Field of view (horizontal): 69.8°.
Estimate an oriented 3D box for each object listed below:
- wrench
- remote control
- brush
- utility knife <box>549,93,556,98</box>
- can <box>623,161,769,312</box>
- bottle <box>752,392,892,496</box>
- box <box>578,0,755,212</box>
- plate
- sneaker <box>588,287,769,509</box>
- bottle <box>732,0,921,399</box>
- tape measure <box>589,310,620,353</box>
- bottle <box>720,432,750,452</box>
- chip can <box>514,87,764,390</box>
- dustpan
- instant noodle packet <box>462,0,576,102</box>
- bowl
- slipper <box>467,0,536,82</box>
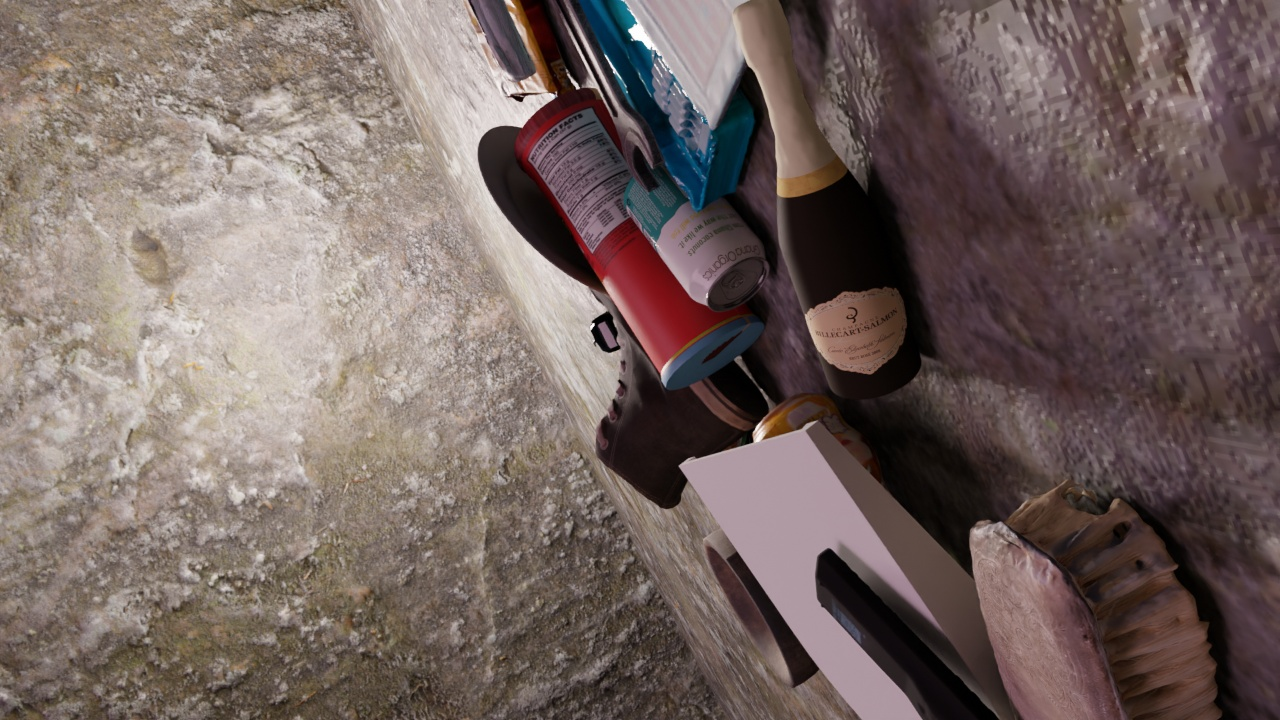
[{"bbox_3d":[-0.051,-0.225,0.536,0.273,0.010,0.070,63,167,-4],"label":"wrench"},{"bbox_3d":[0.136,0.157,0.445,0.150,0.022,0.047,46,163,37],"label":"remote control"},{"bbox_3d":[0.210,0.174,0.398,0.271,0.056,0.083,66,173,-20],"label":"brush"},{"bbox_3d":[-0.091,-0.265,0.820,0.141,0.015,0.022,59,174,-4],"label":"utility knife"},{"bbox_3d":[0.034,-0.082,0.577,0.101,0.055,0.055,56,169,28],"label":"can"},{"bbox_3d":[0.119,0.073,0.563,0.109,0.063,0.063,52,168,19],"label":"bottle"},{"bbox_3d":[-0.009,-0.211,0.490,0.226,0.039,0.182,59,168,13],"label":"box"},{"bbox_3d":[-0.056,-0.116,0.728,0.178,0.012,0.178,33,-148,-24],"label":"plate"},{"bbox_3d":[-0.004,0.004,0.766,0.095,0.120,0.234,6,-141,-54],"label":"sneaker"},{"bbox_3d":[0.080,-0.069,0.410,0.184,0.045,0.045,66,169,-24],"label":"bottle"},{"bbox_3d":[-0.015,-0.037,0.909,0.042,0.071,0.072,66,164,-8],"label":"tape measure"},{"bbox_3d":[0.076,0.097,0.847,0.059,0.059,0.167,53,168,39],"label":"bottle"},{"bbox_3d":[-0.003,-0.089,0.662,0.213,0.087,0.087,58,170,16],"label":"chip can"},{"bbox_3d":[0.146,0.144,0.536,0.257,0.053,0.192,55,160,0],"label":"dustpan"},{"bbox_3d":[-0.107,-0.279,0.766,0.099,0.039,0.135,25,144,56],"label":"instant noodle packet"},{"bbox_3d":[0.131,0.225,0.887,0.162,0.070,0.162,58,170,17],"label":"bowl"},{"bbox_3d":[-0.112,-0.321,0.612,0.111,0.063,0.264,-93,-15,-85],"label":"slipper"}]
